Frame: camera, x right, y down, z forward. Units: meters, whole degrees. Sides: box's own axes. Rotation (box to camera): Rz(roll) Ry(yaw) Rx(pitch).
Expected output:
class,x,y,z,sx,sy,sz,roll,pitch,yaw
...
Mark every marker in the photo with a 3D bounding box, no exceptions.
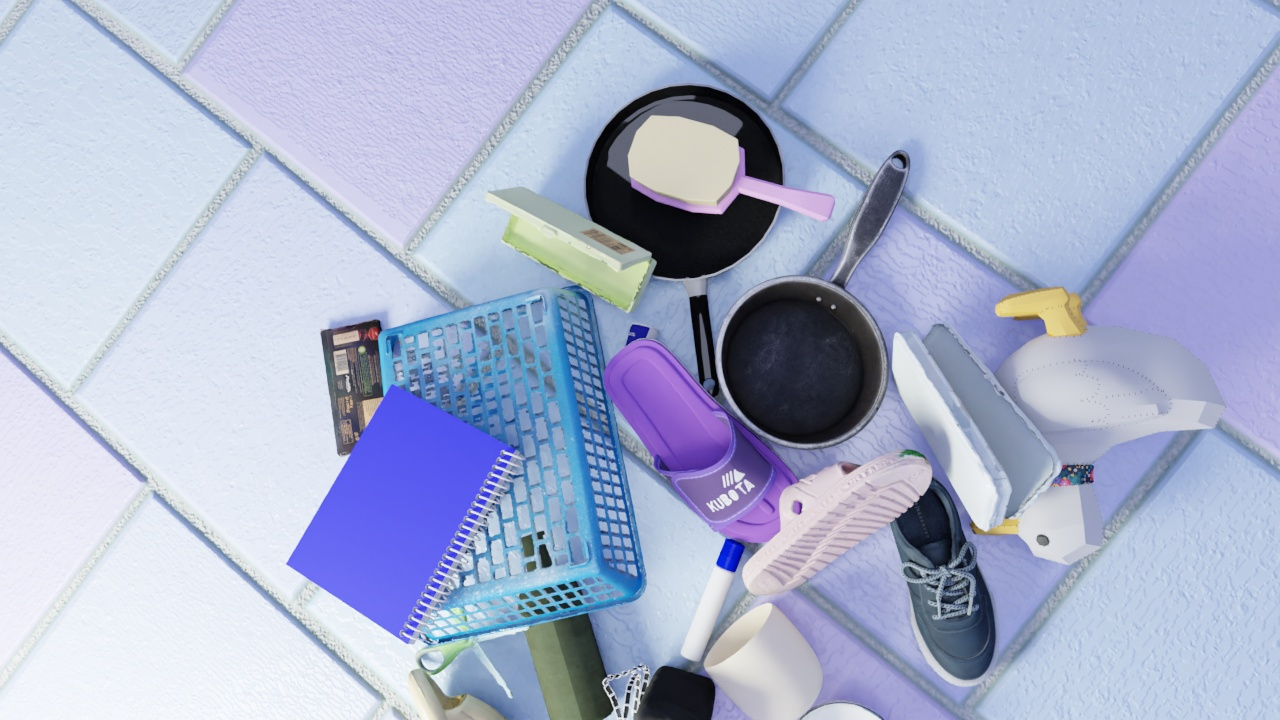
class,x,y,z,sx,sy,sz,roll,pitch,yaw
marker,0.079,0.259,0.994,0.023,0.027,0.133,22,91,10

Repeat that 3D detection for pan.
class,x,y,z,sx,sy,sz,roll,pitch,yaw
pan,0.208,-0.071,0.989,0.187,0.055,0.356,27,76,-1
pan,0.056,-0.134,1.028,0.225,0.034,0.356,-8,84,8

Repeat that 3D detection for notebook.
class,x,y,z,sx,sy,sz,roll,pitch,yaw
notebook,-0.234,0.150,0.917,0.172,0.022,0.209,25,80,20

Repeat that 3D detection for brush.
class,x,y,z,sx,sy,sz,roll,pitch,yaw
brush,0.097,-0.197,0.987,0.229,0.043,0.089,19,87,12

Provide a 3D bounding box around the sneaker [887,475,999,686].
class,x,y,z,sx,sy,sz,roll,pitch,yaw
sneaker,0.307,0.217,0.931,0.089,0.087,0.235,-19,82,6

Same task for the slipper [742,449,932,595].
class,x,y,z,sx,sy,sz,roll,pitch,yaw
slipper,0.185,0.154,0.930,0.240,0.094,0.064,-49,42,32

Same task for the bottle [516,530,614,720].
class,x,y,z,sx,sy,sz,roll,pitch,yaw
bottle,-0.090,0.289,0.994,0.071,0.071,0.206,-19,82,6

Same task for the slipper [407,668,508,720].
class,x,y,z,sx,sy,sz,roll,pitch,yaw
slipper,-0.158,0.431,0.985,0.079,0.111,0.261,-30,85,-17

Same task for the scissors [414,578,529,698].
class,x,y,z,sx,sy,sz,roll,pitch,yaw
scissors,-0.190,0.299,1.008,0.172,0.024,0.159,-22,62,26

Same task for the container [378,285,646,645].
class,x,y,z,sx,sy,sz,roll,pitch,yaw
container,-0.154,0.097,0.976,0.257,0.089,0.361,-15,70,7

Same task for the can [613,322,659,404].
class,x,y,z,sx,sy,sz,roll,pitch,yaw
can,-0.006,0.006,1.026,0.032,0.032,0.095,14,87,10

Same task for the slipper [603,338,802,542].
class,x,y,z,sx,sy,sz,roll,pitch,yaw
slipper,0.063,0.093,0.958,0.107,0.084,0.266,-41,91,10

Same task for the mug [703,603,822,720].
class,x,y,z,sx,sy,sz,roll,pitch,yaw
mug,0.127,0.326,0.951,0.100,0.096,0.120,48,131,2

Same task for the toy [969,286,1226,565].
class,x,y,z,sx,sy,sz,roll,pitch,yaw
toy,0.427,0.061,0.899,0.247,0.140,0.267,-16,80,33

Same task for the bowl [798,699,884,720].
class,x,y,z,sx,sy,sz,roll,pitch,yaw
bowl,0.207,0.404,0.942,0.118,0.062,0.118,-1,85,8

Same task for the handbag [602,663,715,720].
class,x,y,z,sx,sy,sz,roll,pitch,yaw
handbag,0.009,0.386,0.930,0.115,0.153,0.125,14,91,6

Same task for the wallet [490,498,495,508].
class,x,y,z,sx,sy,sz,roll,pitch,yaw
wallet,-0.218,0.122,1.054,0.123,0.019,0.072,20,91,10

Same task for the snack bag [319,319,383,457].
class,x,y,z,sx,sy,sz,roll,pitch,yaw
snack bag,-0.332,0.032,1.081,0.075,0.018,0.155,-11,84,8

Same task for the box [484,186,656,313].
class,x,y,z,sx,sy,sz,roll,pitch,yaw
box,-0.082,-0.120,1.013,0.188,0.091,0.084,31,123,22

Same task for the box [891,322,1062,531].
class,x,y,z,sx,sy,sz,roll,pitch,yaw
box,0.300,0.065,0.902,0.215,0.083,0.123,62,140,40
